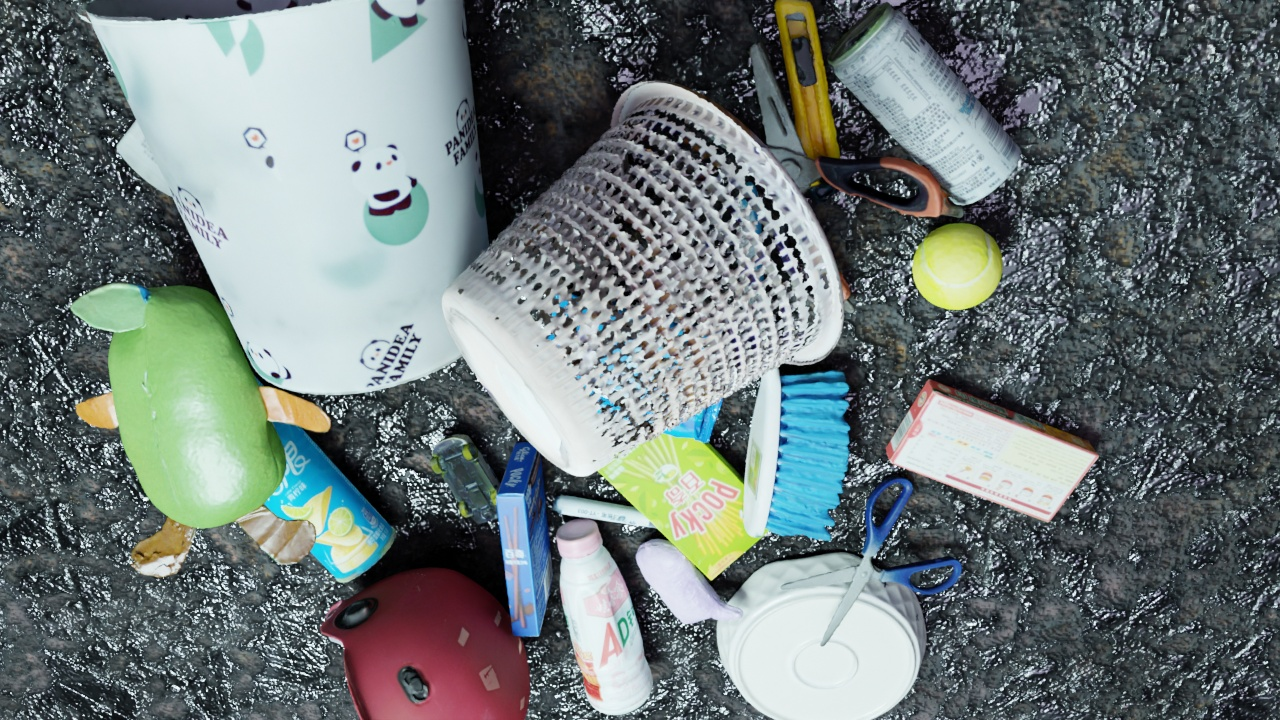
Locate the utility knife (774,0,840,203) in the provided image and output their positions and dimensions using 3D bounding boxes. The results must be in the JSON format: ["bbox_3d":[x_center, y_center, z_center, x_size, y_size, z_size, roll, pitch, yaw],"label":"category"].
[{"bbox_3d":[0.114,-0.217,0.660,0.033,0.015,0.219,-13,115,8],"label":"utility knife"}]

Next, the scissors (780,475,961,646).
[{"bbox_3d":[0.211,0.182,0.823,0.175,0.012,0.162,7,97,-10],"label":"scissors"}]

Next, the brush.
[{"bbox_3d":[0.119,0.013,0.748,0.109,0.060,0.315,0,112,-9],"label":"brush"}]

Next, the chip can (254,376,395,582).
[{"bbox_3d":[-0.315,0.104,0.828,0.071,0.071,0.210,-28,111,17],"label":"chip can"}]

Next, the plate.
[{"bbox_3d":[0.177,0.281,0.890,0.205,0.045,0.205,2,116,4],"label":"plate"}]

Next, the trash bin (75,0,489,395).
[{"bbox_3d":[-0.209,-0.130,0.627,0.230,0.229,0.252,-2,122,6],"label":"trash bin"}]

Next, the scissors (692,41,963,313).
[{"bbox_3d":[0.126,-0.129,0.687,0.226,0.015,0.189,22,133,11],"label":"scissors"}]

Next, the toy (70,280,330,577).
[{"bbox_3d":[-0.346,0.053,0.720,0.227,0.089,0.247,-2,108,9],"label":"toy"}]

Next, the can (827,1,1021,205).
[{"bbox_3d":[0.201,-0.179,0.648,0.146,0.058,0.058,41,113,-15],"label":"can"}]

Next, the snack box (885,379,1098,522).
[{"bbox_3d":[0.300,0.079,0.787,0.156,0.027,0.077,21,116,-6],"label":"snack box"}]

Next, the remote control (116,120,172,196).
[{"bbox_3d":[-0.341,-0.194,0.708,0.150,0.021,0.058,-39,108,21],"label":"remote control"}]

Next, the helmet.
[{"bbox_3d":[-0.176,0.279,0.831,0.143,0.240,0.207,-35,100,-14],"label":"helmet"}]

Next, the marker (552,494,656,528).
[{"bbox_3d":[-0.017,0.141,0.852,0.131,0.018,0.023,10,107,-1],"label":"marker"}]

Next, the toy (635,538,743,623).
[{"bbox_3d":[0.039,0.210,0.865,0.084,0.038,0.108,-20,112,44],"label":"toy"}]

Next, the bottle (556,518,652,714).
[{"bbox_3d":[-0.039,0.244,0.881,0.068,0.068,0.197,-9,111,9],"label":"bottle"}]

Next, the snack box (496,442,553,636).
[{"bbox_3d":[-0.103,0.162,0.832,0.026,0.084,0.157,0,116,4],"label":"snack box"}]

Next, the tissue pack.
[{"bbox_3d":[-0.004,0.004,0.748,0.157,0.052,0.095,17,96,-4],"label":"tissue pack"}]

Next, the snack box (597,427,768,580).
[{"bbox_3d":[0.043,0.116,0.818,0.086,0.026,0.156,-42,107,7],"label":"snack box"}]

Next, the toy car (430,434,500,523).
[{"bbox_3d":[-0.154,0.105,0.835,0.042,0.035,0.090,-23,112,14],"label":"toy car"}]

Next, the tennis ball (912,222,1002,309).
[{"bbox_3d":[0.240,-0.071,0.695,0.065,0.065,0.065,2,117,4],"label":"tennis ball"}]

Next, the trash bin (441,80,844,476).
[{"bbox_3d":[-0.012,-0.037,0.609,0.191,0.228,0.227,-38,112,-17],"label":"trash bin"}]
